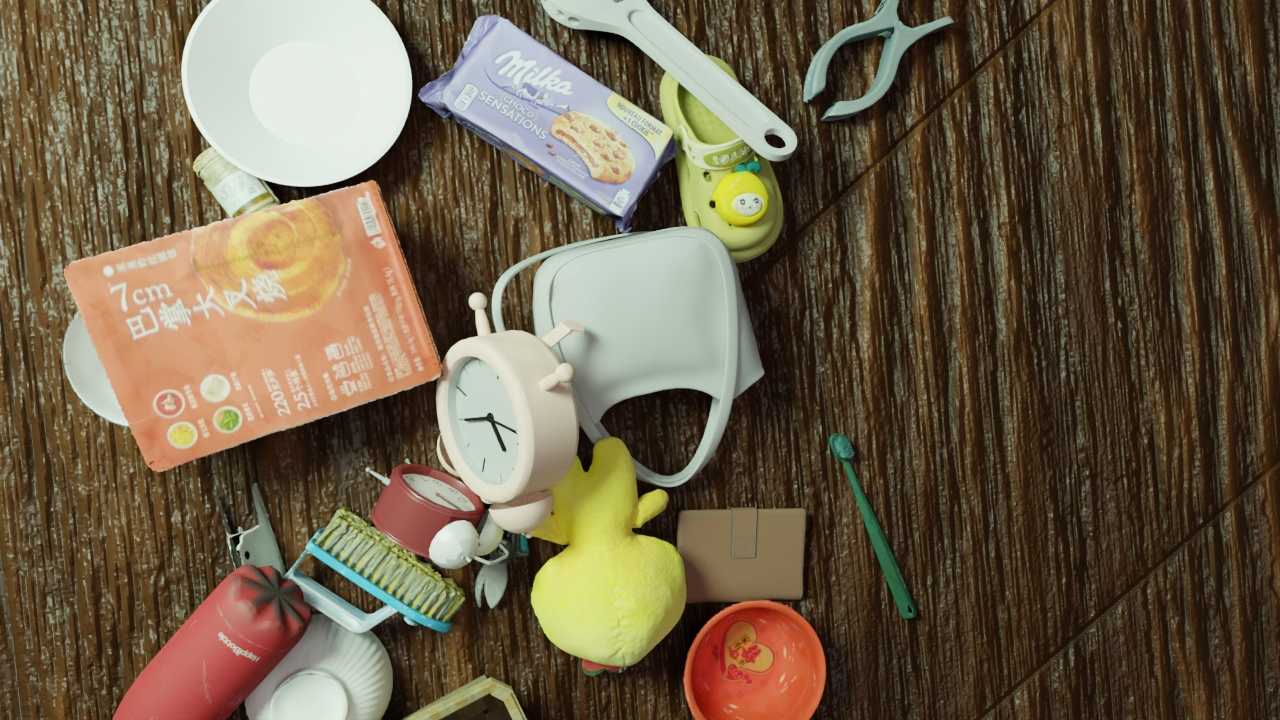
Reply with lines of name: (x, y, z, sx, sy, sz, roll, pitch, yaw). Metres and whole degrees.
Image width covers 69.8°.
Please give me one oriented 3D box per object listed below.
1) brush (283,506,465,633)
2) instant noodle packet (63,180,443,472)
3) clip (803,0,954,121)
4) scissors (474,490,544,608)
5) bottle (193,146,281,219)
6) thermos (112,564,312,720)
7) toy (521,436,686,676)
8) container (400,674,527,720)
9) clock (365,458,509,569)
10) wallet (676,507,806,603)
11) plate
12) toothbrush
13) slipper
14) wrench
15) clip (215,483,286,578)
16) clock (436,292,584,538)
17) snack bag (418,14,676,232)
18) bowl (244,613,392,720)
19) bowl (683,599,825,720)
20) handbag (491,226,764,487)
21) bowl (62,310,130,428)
brush: (-0.216, 0.188, 0.756, 0.136, 0.055, 0.075, 36, 86, -9)
instant noodle packet: (-0.283, -0.027, 0.690, 0.220, 0.084, 0.164, -23, 108, -24)
clip: (0.207, -0.301, 0.855, 0.163, 0.028, 0.106, -42, 99, -9)
scissors: (-0.110, 0.136, 0.796, 0.149, 0.019, 0.131, -30, 95, -11)
bottle: (-0.313, -0.123, 0.745, 0.043, 0.043, 0.111, -38, 96, -9)
thermos: (-0.356, 0.262, 0.707, 0.073, 0.073, 0.240, 42, 97, -8)
toy: (-0.030, 0.171, 0.775, 0.133, 0.092, 0.207, -11, 89, -9)
container: (-0.119, 0.385, 0.708, 0.157, 0.186, 0.250, -26, 95, -10)
clock: (-0.162, 0.127, 0.745, 0.124, 0.087, 0.044, 30, 98, 13)
wallet: (0.092, 0.178, 0.838, 0.121, 0.013, 0.087, 1, 94, -11)
plate: (-0.277, -0.225, 0.752, 0.174, 0.036, 0.174, 1, 87, -13)
toothbrush: (0.220, 0.156, 0.861, 0.016, 0.017, 0.190, -24, 94, -10)
slipper: (0.077, -0.183, 0.804, 0.091, 0.082, 0.190, -17, 90, -13)
wrench: (0.021, -0.257, 0.779, 0.086, 0.018, 0.273, -39, 77, -25)
clip: (-0.315, 0.154, 0.745, 0.057, 0.054, 0.102, -21, 95, -47)
clock: (-0.100, 0.044, 0.731, 0.086, 0.131, 0.161, -5, 122, -45)
snack bag: (-0.076, -0.202, 0.785, 0.205, 0.058, 0.096, 33, 81, -7)
bowl: (-0.263, 0.272, 0.743, 0.118, 0.062, 0.118, 0, 90, -11)
bowl: (0.097, 0.275, 0.822, 0.130, 0.045, 0.130, 0, 90, -11)
handbag: (-0.004, 0.005, 0.796, 0.216, 0.095, 0.223, -11, 102, -1)
bowl: (-0.380, -0.004, 0.721, 0.113, 0.063, 0.113, 0, 90, -12)
